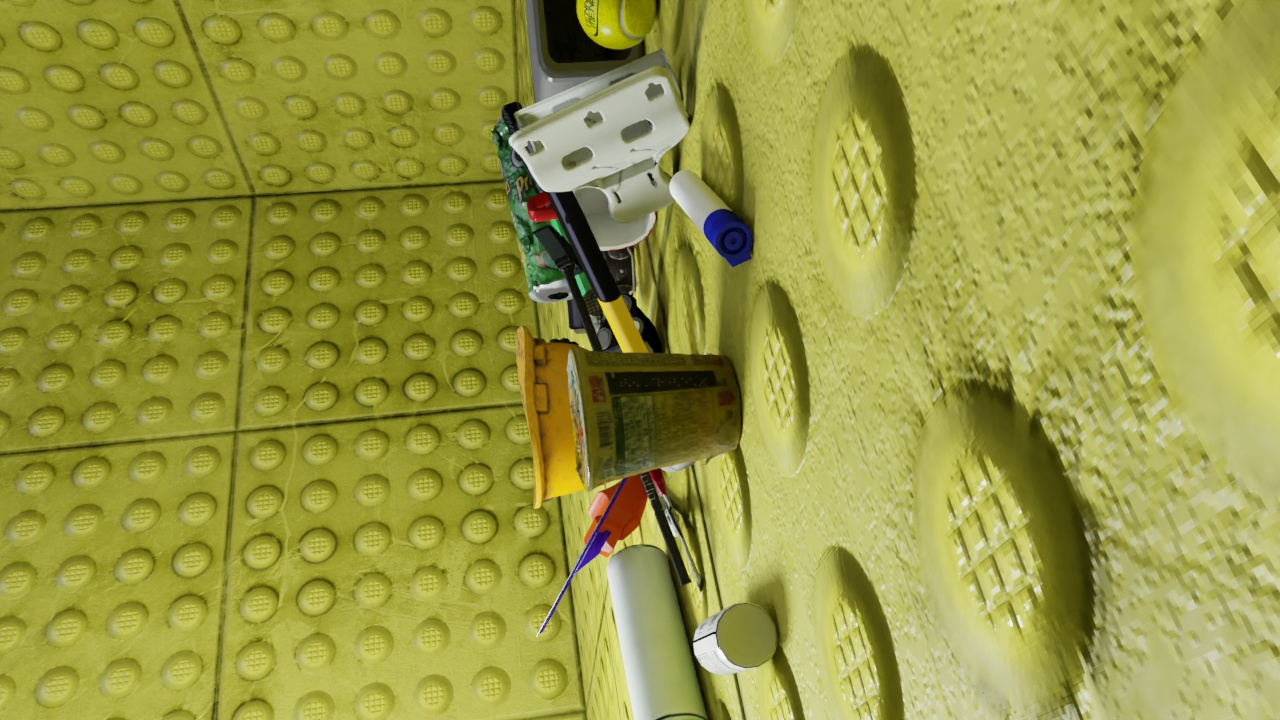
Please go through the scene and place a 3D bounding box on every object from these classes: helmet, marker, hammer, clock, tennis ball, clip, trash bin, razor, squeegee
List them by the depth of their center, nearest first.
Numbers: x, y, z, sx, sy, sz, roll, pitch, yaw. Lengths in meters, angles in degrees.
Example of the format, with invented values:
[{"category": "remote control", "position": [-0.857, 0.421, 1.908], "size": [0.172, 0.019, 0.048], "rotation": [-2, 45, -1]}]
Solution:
[{"category": "marker", "position": [0.044, -0.097, 0.603], "size": [0.133, 0.023, 0.027], "rotation": [-113, -2, -63]}, {"category": "clip", "position": [-0.023, -0.175, 0.706], "size": [0.150, 0.127, 0.110], "rotation": [36, -144, -70]}, {"category": "tennis ball", "position": [-0.019, -0.291, 0.756], "size": [0.065, 0.065, 0.065], "rotation": [174, 91, -81]}, {"category": "hammer", "position": [-0.029, -0.060, 0.758], "size": [0.323, 0.029, 0.127], "rotation": [64, 169, 7]}, {"category": "hammer", "position": [-0.021, 0.033, 0.776], "size": [0.095, 0.015, 0.324], "rotation": [44, -157, -72]}, {"category": "razor", "position": [-0.005, 0.005, 0.891], "size": [0.156, 0.060, 0.057], "rotation": [73, 173, -53]}, {"category": "trash bin", "position": [-0.066, -0.338, 0.933], "size": [0.220, 0.097, 0.191], "rotation": [146, 119, -81]}, {"category": "squeegee", "position": [-0.025, 0.159, 0.976], "size": [0.250, 0.055, 0.184], "rotation": [-63, 0, 30]}, {"category": "hammer", "position": [-0.088, -0.150, 0.978], "size": [0.130, 0.032, 0.318], "rotation": [74, 173, -66]}, {"category": "clock", "position": [-0.034, -0.108, 1.030], "size": [0.122, 0.043, 0.091], "rotation": [-121, 27, -71]}, {"category": "helmet", "position": [-0.082, 0.064, 1.153], "size": [0.255, 0.131, 0.206], "rotation": [-107, 15, -56]}]

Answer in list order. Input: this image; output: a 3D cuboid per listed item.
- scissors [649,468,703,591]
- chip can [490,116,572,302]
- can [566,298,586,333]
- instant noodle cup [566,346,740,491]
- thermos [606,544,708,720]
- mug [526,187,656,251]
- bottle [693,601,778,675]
[{"category": "scissors", "position": [0.021, 0.127, 0.850], "size": [0.179, 0.015, 0.199], "rotation": [79, 170, -64]}, {"category": "chip can", "position": [-0.117, -0.177, 1.070], "size": [0.075, 0.075, 0.223], "rotation": [112, 146, -71]}, {"category": "can", "position": [-0.062, -0.099, 1.147], "size": [0.064, 0.064, 0.127], "rotation": [-161, 66, -81]}, {"category": "instant noodle cup", "position": [0.008, 0.034, 0.632], "size": [0.102, 0.108, 0.102], "rotation": [173, 91, -81]}, {"category": "thermos", "position": [0.016, 0.282, 0.867], "size": [0.229, 0.068, 0.068], "rotation": [-105, 13, -50]}, {"category": "mug", "position": [-0.050, -0.156, 0.870], "size": [0.096, 0.116, 0.080], "rotation": [-110, 12, -59]}, {"category": "bottle", "position": [0.059, 0.189, 0.617], "size": [0.116, 0.041, 0.041], "rotation": [107, 156, -68]}]
